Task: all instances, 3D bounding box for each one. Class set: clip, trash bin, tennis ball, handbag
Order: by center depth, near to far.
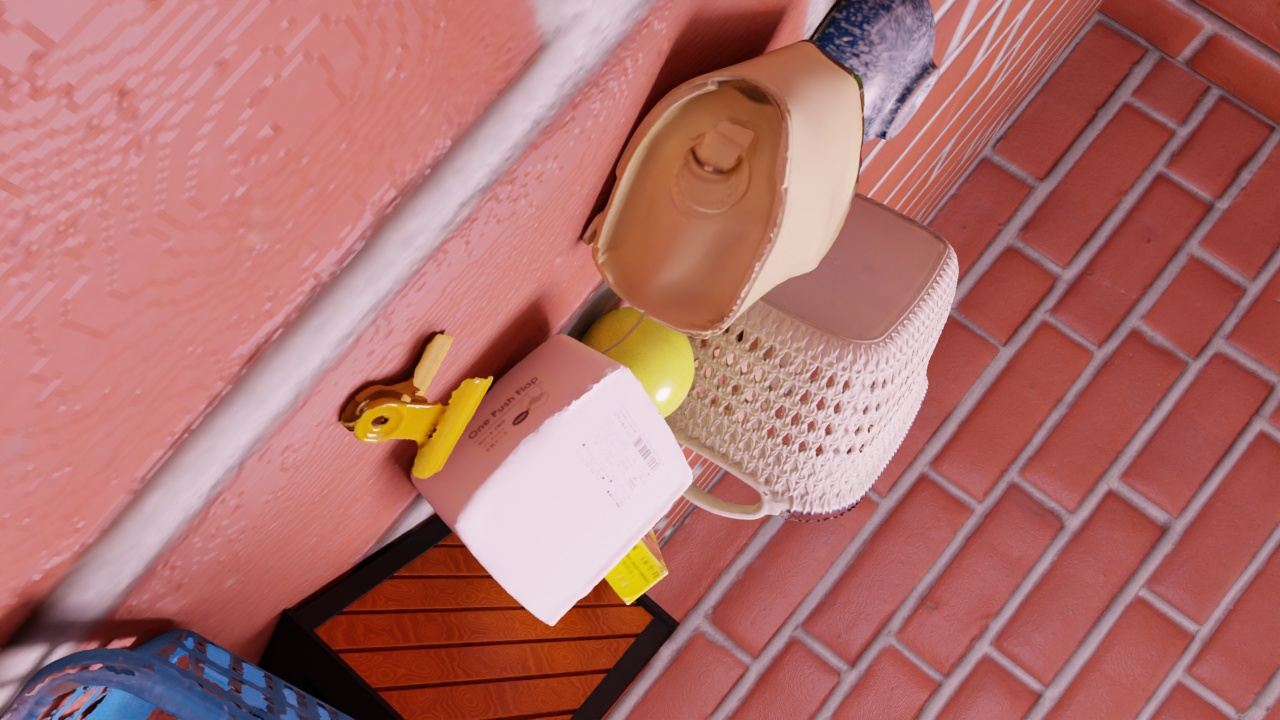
[{"bbox_3d":[-0.086,0.017,0.342,0.054,0.046,0.047,-56,-157,26],"label":"clip"},{"bbox_3d":[0.047,-0.082,0.413,0.119,0.081,0.111,-34,152,-52],"label":"handbag"},{"bbox_3d":[-0.101,0.183,0.500,0.140,0.140,0.171,-57,167,28],"label":"trash bin"},{"bbox_3d":[-0.003,0.003,0.505,0.065,0.065,0.065,-48,169,-13],"label":"tennis ball"}]

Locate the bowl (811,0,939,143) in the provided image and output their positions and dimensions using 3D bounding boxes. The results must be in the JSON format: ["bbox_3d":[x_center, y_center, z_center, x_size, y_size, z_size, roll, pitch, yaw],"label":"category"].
[{"bbox_3d":[0.134,-0.163,0.532,0.114,0.061,0.114,-48,169,-12],"label":"bowl"}]

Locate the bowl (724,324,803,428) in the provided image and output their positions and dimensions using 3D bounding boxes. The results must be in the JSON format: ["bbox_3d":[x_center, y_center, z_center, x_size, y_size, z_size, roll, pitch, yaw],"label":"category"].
[{"bbox_3d":[0.110,-0.013,0.859,0.145,0.063,0.145,-61,-176,8],"label":"bowl"}]

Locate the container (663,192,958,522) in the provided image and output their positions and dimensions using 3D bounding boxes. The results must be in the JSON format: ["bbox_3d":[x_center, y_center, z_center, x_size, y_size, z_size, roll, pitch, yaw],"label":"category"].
[{"bbox_3d":[0.112,-0.019,0.634,0.250,0.185,0.143,-41,153,-46],"label":"container"}]

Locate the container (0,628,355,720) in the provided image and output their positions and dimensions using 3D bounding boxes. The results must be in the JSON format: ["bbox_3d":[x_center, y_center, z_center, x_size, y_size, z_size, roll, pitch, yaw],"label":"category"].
[{"bbox_3d":[-0.103,0.267,0.333,0.257,0.362,0.089,-51,-161,1],"label":"container"}]

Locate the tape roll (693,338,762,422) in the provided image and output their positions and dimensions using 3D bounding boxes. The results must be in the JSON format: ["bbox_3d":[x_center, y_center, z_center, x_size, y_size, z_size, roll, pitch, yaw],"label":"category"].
[{"bbox_3d":[0.059,0.026,0.780,0.093,0.027,0.094,-13,121,-23],"label":"tape roll"}]

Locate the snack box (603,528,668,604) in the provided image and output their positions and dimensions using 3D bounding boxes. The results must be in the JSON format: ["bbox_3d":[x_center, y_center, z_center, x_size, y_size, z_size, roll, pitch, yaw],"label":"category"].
[{"bbox_3d":[-0.015,0.095,0.544,0.029,0.040,0.148,-38,-170,0],"label":"snack box"}]

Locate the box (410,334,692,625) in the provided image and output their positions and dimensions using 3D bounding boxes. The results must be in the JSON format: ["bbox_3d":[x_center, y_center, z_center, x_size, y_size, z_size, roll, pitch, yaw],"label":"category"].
[{"bbox_3d":[-0.050,0.049,0.452,0.107,0.095,0.102,-42,131,-13],"label":"box"}]
